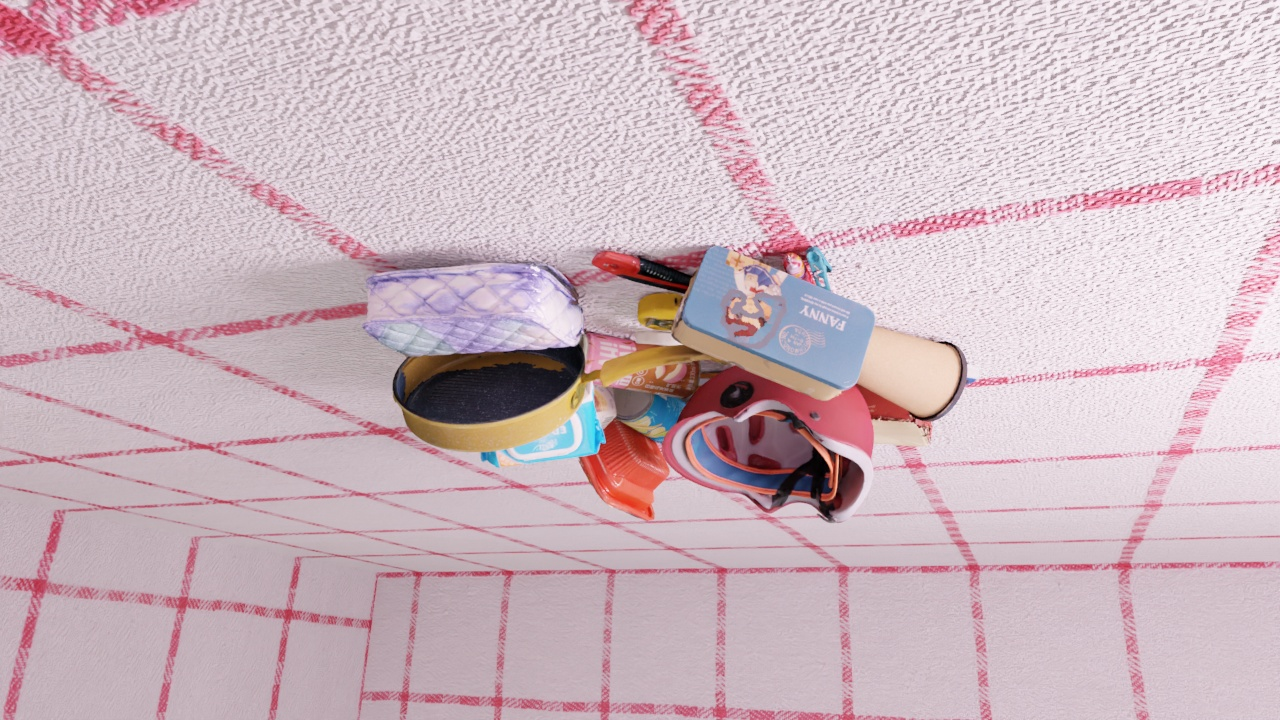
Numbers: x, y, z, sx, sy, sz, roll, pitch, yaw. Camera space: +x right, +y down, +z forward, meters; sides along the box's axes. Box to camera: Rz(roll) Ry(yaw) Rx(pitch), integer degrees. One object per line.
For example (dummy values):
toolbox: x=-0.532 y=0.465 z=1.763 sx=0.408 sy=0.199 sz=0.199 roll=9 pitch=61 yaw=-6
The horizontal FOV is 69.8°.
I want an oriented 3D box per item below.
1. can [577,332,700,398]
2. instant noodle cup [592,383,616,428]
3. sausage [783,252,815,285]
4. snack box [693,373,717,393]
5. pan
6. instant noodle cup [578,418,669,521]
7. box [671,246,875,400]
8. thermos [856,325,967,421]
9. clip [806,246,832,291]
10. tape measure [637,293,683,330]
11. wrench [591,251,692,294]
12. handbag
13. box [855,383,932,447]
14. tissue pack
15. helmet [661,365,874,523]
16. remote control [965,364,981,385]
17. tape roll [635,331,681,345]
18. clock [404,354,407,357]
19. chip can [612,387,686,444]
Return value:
can: x=-0.006 y=0.006 z=1.061 sx=0.147 sy=0.057 sz=0.058 roll=10 pitch=159 yaw=-21
instant noodle cup: x=-0.101 y=0.046 z=1.121 sx=0.124 sy=0.116 sz=0.117 roll=-4 pitch=163 yaw=-17
sausage: x=0.161 y=-0.069 z=0.888 sx=0.020 sy=0.020 sz=0.156 roll=-5 pitch=159 yaw=20
snack box: x=0.117 y=0.051 z=1.219 sx=0.075 sy=0.026 sz=0.154 roll=-2 pitch=160 yaw=12
pan: x=-0.077 y=0.012 z=0.922 sx=0.358 sy=0.197 sz=0.078 roll=3 pitch=123 yaw=13
instant noodle cup: x=-0.032 y=0.117 z=1.250 sx=0.079 sy=0.188 sz=0.164 roll=-36 pitch=151 yaw=11
box: x=0.126 y=-0.030 z=0.839 sx=0.184 sy=0.089 sz=0.060 roll=20 pitch=160 yaw=0
thermos: x=0.282 y=0.008 z=1.000 sx=0.143 sy=0.093 sz=0.093 roll=19 pitch=156 yaw=-20
clip: x=0.164 y=-0.085 z=0.840 sx=0.013 sy=0.033 sz=0.054 roll=-10 pitch=143 yaw=25
tape measure: x=0.025 y=-0.047 z=0.951 sx=0.057 sy=0.028 sz=0.060 roll=3 pitch=160 yaw=0
wrench: x=0.071 y=-0.066 z=0.912 sx=0.273 sy=0.016 sz=0.056 roll=15 pitch=156 yaw=-34
handbag: x=-0.163 y=-0.050 z=0.901 sx=0.194 sy=0.075 sz=0.134 roll=-2 pitch=165 yaw=15
box: x=0.273 y=0.071 z=1.141 sx=0.169 sy=0.076 sz=0.091 roll=1 pitch=155 yaw=29
tissue pack: x=-0.112 y=0.065 z=1.004 sx=0.140 sy=0.063 sz=0.090 roll=-7 pitch=120 yaw=-2
helmet: x=0.156 y=0.074 z=1.057 sx=0.240 sy=0.143 sz=0.207 roll=4 pitch=142 yaw=27
remote control: x=0.360 y=0.028 z=1.130 sx=0.049 sy=0.024 sz=0.125 roll=8 pitch=161 yaw=-16
tape roll: x=0.038 y=-0.023 z=0.995 sx=0.086 sy=0.014 sz=0.086 roll=3 pitch=-178 yaw=0
clock: x=-0.228 y=0.033 z=1.089 sx=0.158 sy=0.059 sz=0.117 roll=46 pitch=156 yaw=10
chip can: x=0.030 y=0.077 z=1.236 sx=0.071 sy=0.071 sz=0.210 roll=-7 pitch=158 yaw=25
